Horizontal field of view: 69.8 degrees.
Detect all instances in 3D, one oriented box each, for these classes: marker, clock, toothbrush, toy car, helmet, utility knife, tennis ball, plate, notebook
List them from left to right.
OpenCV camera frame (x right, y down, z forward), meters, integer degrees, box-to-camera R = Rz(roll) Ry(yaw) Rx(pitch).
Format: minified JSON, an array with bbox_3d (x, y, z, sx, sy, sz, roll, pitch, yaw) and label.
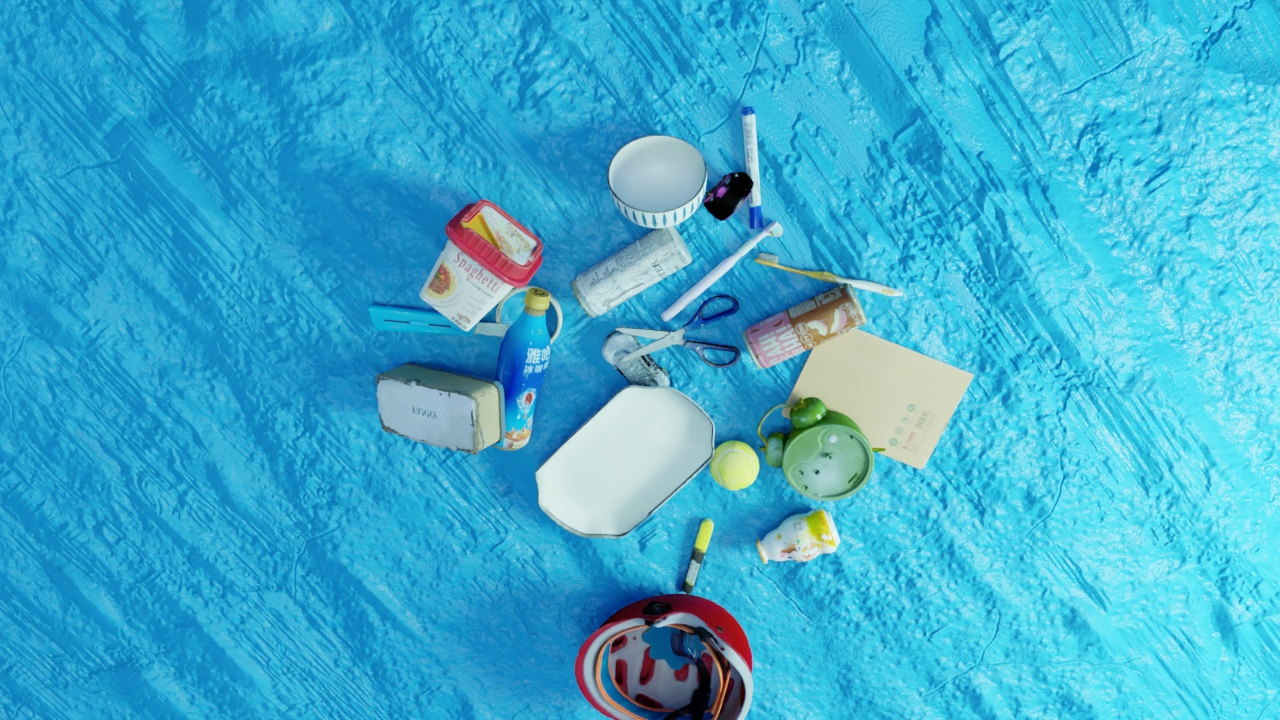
[{"bbox_3d":[-0.260,-0.049,1.188,0.188,0.018,0.034,6,110,4],"label":"utility knife"},{"bbox_3d":[-0.022,0.131,1.219,0.162,0.034,0.266,38,112,-17],"label":"plate"},{"bbox_3d":[-0.007,0.007,1.192,0.049,0.031,0.105,-38,102,13],"label":"toy car"},{"bbox_3d":[0.044,0.411,1.270,0.240,0.143,0.207,6,109,16],"label":"helmet"},{"bbox_3d":[0.080,0.276,1.287,0.018,0.015,0.124,14,111,-1],"label":"marker"},{"bbox_3d":[0.100,-0.109,1.155,0.189,0.029,0.021,-39,62,15],"label":"toothbrush"},{"bbox_3d":[0.124,0.138,1.211,0.065,0.065,0.065,1,108,2],"label":"tennis ball"},{"bbox_3d":[0.136,-0.233,1.113,0.017,0.016,0.146,-5,108,4],"label":"marker"},{"bbox_3d":[0.228,0.112,1.196,0.161,0.056,0.116,31,114,-9],"label":"clock"},{"bbox_3d":[0.237,-0.108,1.151,0.191,0.016,0.018,13,100,-1],"label":"toothbrush"},{"bbox_3d":[0.308,0.045,1.201,0.207,0.008,0.148,21,108,-4],"label":"notebook"}]

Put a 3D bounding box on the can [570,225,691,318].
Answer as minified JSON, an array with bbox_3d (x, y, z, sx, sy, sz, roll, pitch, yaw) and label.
[{"bbox_3d":[-0.011,-0.111,1.139,0.147,0.058,0.058,-30,105,11],"label":"can"}]

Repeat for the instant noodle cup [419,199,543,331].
[{"bbox_3d":[-0.199,-0.113,1.126,0.116,0.116,0.124,37,118,-9],"label":"instant noodle cup"}]

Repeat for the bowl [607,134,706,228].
[{"bbox_3d":[0.021,-0.203,1.092,0.116,0.116,0.066,-3,152,4],"label":"bowl"}]

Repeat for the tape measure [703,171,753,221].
[{"bbox_3d":[0.103,-0.199,1.104,0.039,0.057,0.058,41,82,-9],"label":"tape measure"}]

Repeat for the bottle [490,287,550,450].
[{"bbox_3d":[-0.153,0.010,1.170,0.065,0.065,0.219,16,115,-3],"label":"bottle"}]

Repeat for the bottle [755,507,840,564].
[{"bbox_3d":[0.212,0.242,1.243,0.108,0.063,0.063,-21,106,10],"label":"bottle"}]

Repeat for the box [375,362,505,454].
[{"bbox_3d":[-0.251,0.060,1.170,0.184,0.061,0.090,12,112,26],"label":"box"}]

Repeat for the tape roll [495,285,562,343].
[{"bbox_3d":[-0.144,-0.054,1.188,0.086,0.013,0.086,1,109,3],"label":"tape roll"}]

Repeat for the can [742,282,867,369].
[{"bbox_3d":[0.205,-0.042,1.147,0.147,0.057,0.058,-25,105,15],"label":"can"}]

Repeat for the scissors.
[{"bbox_3d":[0.057,-0.035,1.170,0.163,0.012,0.161,30,99,-19],"label":"scissors"}]
